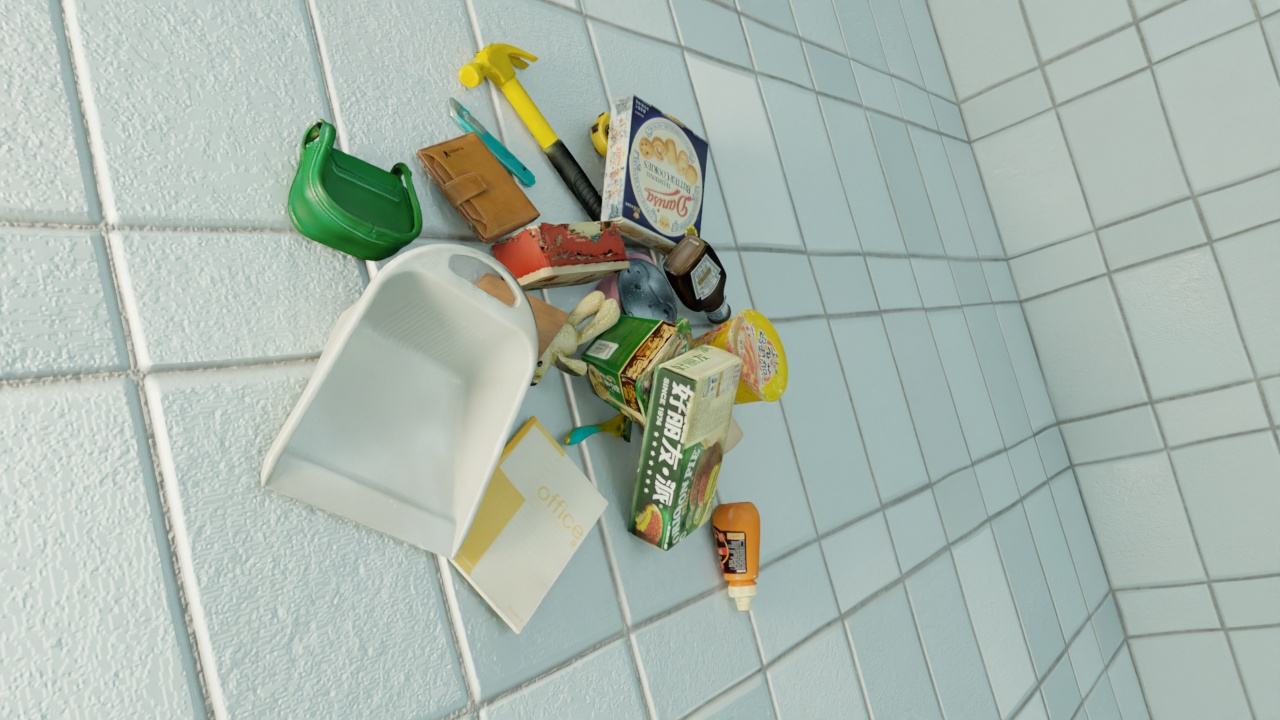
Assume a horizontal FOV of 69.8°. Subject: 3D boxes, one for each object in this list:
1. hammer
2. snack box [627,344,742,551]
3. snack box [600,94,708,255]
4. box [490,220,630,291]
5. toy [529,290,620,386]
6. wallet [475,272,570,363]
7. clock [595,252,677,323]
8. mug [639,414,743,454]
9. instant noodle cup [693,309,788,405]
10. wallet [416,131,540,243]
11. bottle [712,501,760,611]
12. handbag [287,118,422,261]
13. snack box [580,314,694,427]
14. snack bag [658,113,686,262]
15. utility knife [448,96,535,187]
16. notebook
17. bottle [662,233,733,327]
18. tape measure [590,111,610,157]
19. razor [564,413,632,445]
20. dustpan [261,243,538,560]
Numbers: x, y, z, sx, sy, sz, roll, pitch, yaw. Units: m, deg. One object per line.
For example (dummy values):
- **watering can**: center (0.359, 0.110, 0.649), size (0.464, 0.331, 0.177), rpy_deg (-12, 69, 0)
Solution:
- **hammer**: center (-0.118, -0.289, 1.228), size (0.301, 0.033, 0.128), rpy_deg (54, 42, -20)
- **snack box**: center (0.056, 0.108, 1.141), size (0.114, 0.063, 0.240), rpy_deg (-24, 130, -52)
- **snack box**: center (0.023, -0.253, 1.293), size (0.177, 0.046, 0.182), rpy_deg (16, 75, -50)
- **box**: center (-0.097, -0.138, 1.139), size (0.168, 0.092, 0.080), rpy_deg (-14, 88, -52)
- **toy**: center (-0.092, -0.031, 1.099), size (0.156, 0.066, 0.105), rpy_deg (-36, 75, -29)
- **wallet**: center (-0.151, -0.045, 1.045), size (0.115, 0.020, 0.101), rpy_deg (27, 46, 5)
- **clock**: center (-0.001, -0.084, 1.260), size (0.117, 0.060, 0.158), rpy_deg (57, 41, -15)
- **mug**: center (0.066, 0.089, 1.261), size (0.124, 0.084, 0.103), rpy_deg (-36, 103, -24)
- **instant noodle cup**: center (0.133, 0.005, 1.342), size (0.138, 0.110, 0.137), rpy_deg (24, 58, -44)
- **wallet**: center (-0.196, -0.202, 1.082), size (0.130, 0.035, 0.118), rpy_deg (52, 38, 0)
- **bottle**: center (0.138, 0.273, 1.276), size (0.066, 0.067, 0.149), rpy_deg (4, 79, -50)
- **handbag**: center (-0.289, -0.171, 0.939), size (0.131, 0.068, 0.120), rpy_deg (19, 60, -46)
- **snack box**: center (-0.007, 0.007, 1.143), size (0.118, 0.106, 0.118), rpy_deg (-52, 148, -29)
- **snack bag**: center (0.017, -0.264, 1.367), size (0.128, 0.073, 0.207), rpy_deg (33, 58, -39)
- **utility knife**: center (-0.185, -0.272, 1.154), size (0.151, 0.013, 0.029), rpy_deg (41, 48, -32)
- **notebook**: center (-0.127, 0.176, 1.017), size (0.146, 0.010, 0.205), rpy_deg (52, 43, -12)
- **bottle**: center (0.094, -0.105, 1.348), size (0.079, 0.044, 0.195), rpy_deg (-51, 146, -8)
- **tape measure**: center (-0.049, -0.321, 1.329), size (0.060, 0.029, 0.057), rpy_deg (48, 42, -26)
- **razor**: center (-0.055, 0.089, 1.143), size (0.132, 0.028, 0.043), rpy_deg (-10, 114, -54)
- **dustpan**: center (-0.204, 0.025, 0.894), size (0.222, 0.143, 0.257), rpy_deg (33, 46, -38)
